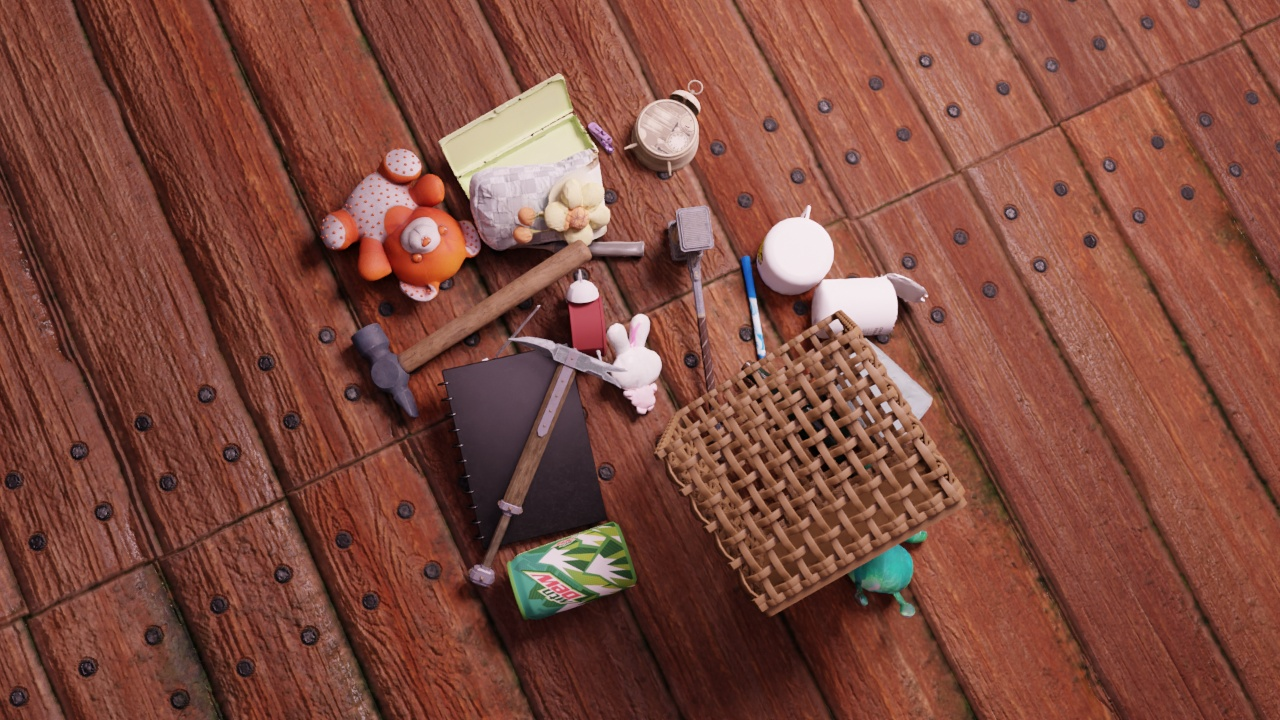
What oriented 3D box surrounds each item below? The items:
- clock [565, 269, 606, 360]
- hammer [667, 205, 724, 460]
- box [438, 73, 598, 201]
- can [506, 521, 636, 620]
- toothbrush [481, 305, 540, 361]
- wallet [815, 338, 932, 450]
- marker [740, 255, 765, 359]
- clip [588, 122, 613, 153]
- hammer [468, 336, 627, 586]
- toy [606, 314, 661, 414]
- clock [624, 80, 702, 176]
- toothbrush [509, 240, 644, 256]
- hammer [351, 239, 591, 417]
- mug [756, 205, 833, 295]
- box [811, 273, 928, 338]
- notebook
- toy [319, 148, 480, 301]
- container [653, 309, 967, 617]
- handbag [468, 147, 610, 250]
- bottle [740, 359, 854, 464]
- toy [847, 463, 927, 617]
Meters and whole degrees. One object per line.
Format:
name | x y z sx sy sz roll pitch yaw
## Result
clock | -0.071 -0.054 1.175 0.044 0.087 0.124 -6 91 -6
hammer | 0.082 -0.031 1.192 0.044 0.098 0.322 -8 89 -5
box | -0.163 -0.285 1.223 0.188 0.061 0.133 -33 123 -7
can | -0.084 0.259 1.124 0.144 0.083 0.083 -18 82 -6
toothbrush | -0.166 -0.026 1.130 0.010 0.182 0.010 -31 82 -43
wallet | 0.304 0.047 1.200 0.131 0.054 0.100 42 82 1
marker | 0.152 -0.071 1.230 0.013 0.013 0.141 -7 81 -5
clip | -0.051 -0.302 1.255 0.014 0.045 0.050 -38 42 -10
hammer | -0.144 0.130 1.128 0.147 0.028 0.317 22 92 -10
toy | -0.007 0.007 1.187 0.075 0.037 0.125 -21 104 -35
clock | 0.044 -0.323 1.244 0.093 0.054 0.140 31 82 2
toothbrush | -0.088 -0.150 1.224 0.185 0.022 0.024 1 47 -2
hammer | -0.201 -0.056 1.159 0.322 0.040 0.129 -32 87 5
mug | 0.207 -0.148 1.218 0.094 0.068 0.115 15 80 -1
box | 0.305 -0.077 1.209 0.160 0.081 0.091 -1 72 -6
notebook | -0.149 0.108 1.154 0.169 0.019 0.231 -13 95 -6
toy | -0.302 -0.167 1.177 0.172 0.093 0.163 40 79 2
container | 0.188 0.107 1.052 0.252 0.219 0.214 -33 93 11
handbag | -0.128 -0.194 1.170 0.171 0.123 0.113 -11 124 -8
bottle | 0.201 0.061 1.191 0.174 0.055 0.055 41 80 4
toy | 0.307 0.223 1.166 0.130 0.072 0.193 9 71 -2
